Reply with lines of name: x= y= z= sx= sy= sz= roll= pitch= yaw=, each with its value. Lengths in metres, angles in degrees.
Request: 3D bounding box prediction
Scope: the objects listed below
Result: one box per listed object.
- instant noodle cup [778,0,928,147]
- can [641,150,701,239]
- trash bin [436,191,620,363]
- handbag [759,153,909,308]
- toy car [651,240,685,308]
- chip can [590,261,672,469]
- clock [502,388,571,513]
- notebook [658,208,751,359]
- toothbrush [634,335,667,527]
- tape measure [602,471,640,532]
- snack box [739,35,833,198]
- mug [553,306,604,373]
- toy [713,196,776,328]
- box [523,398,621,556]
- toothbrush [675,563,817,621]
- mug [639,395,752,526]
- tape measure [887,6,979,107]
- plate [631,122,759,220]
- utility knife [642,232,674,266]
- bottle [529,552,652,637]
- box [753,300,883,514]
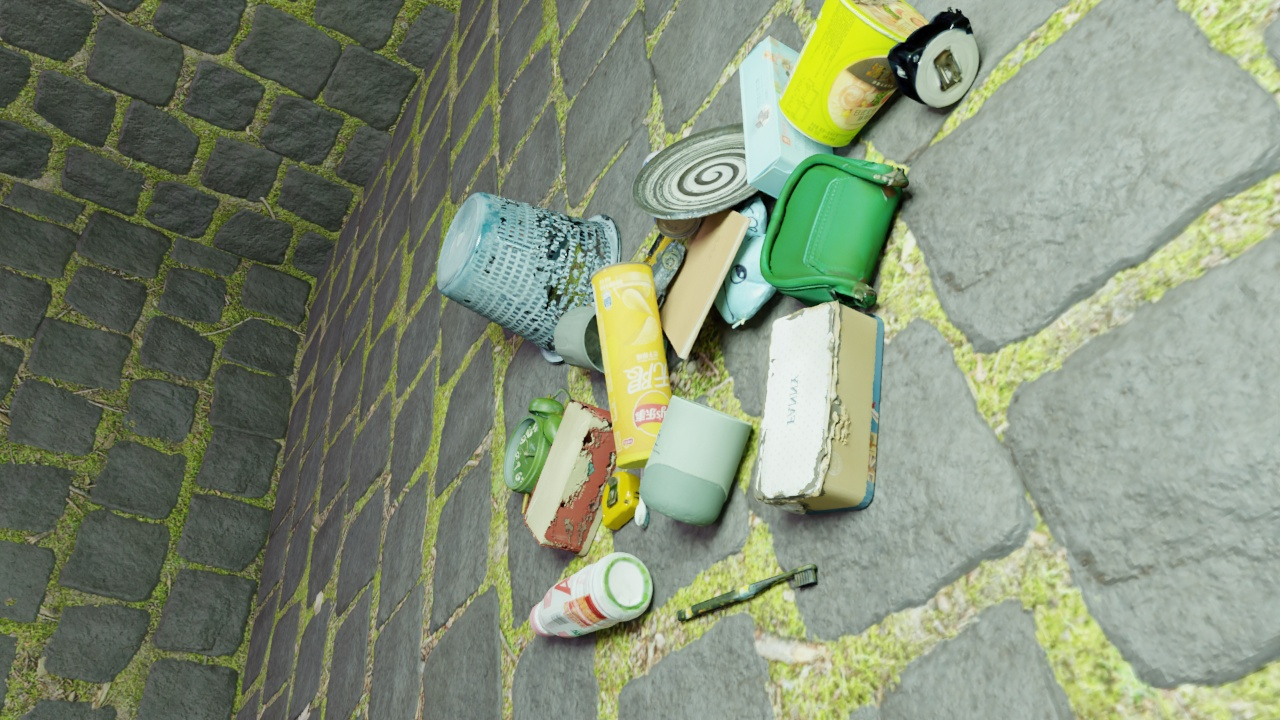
instant noodle cup: x=0.190 y=-0.266 z=0.839 sx=0.111 sy=0.111 sz=0.124 roll=-99 pitch=30 yaw=-42
can: x=0.034 y=-0.198 z=1.079 sx=0.053 sy=0.053 sz=0.134 roll=-54 pitch=27 yaw=27
trash bin: x=-0.168 y=-0.130 z=1.279 sx=0.227 sy=0.195 sz=0.226 roll=-39 pitch=41 yaw=45
handbag: x=0.171 y=-0.112 z=0.803 sx=0.120 sy=0.068 sz=0.131 roll=14 pitch=85 yaw=61
toy car: x=0.014 y=-0.083 z=1.058 sx=0.120 sy=0.037 sz=0.054 roll=-56 pitch=11 yaw=2
chip can: x=-0.006 y=0.006 z=0.976 sx=0.072 sy=0.072 sz=0.213 roll=-28 pitch=67 yaw=52
clock: x=-0.126 y=0.112 z=1.200 sx=0.161 sy=0.056 sz=0.116 roll=-64 pitch=30 yaw=11
notebook: x=0.061 y=-0.094 z=0.978 sx=0.211 sy=0.012 sz=0.149 roll=-111 pitch=45 yaw=-74
toothbrush: x=0.009 y=0.074 z=1.017 sx=0.026 sy=0.027 sz=0.224 roll=-8 pitch=62 yaw=27
tape measure: x=-0.023 y=0.152 z=1.022 sx=0.060 sy=0.029 sz=0.057 roll=-46 pitch=36 yaw=38
snack box: x=0.146 y=-0.238 z=0.920 sx=0.052 sy=0.074 sz=0.174 roll=-37 pitch=42 yaw=45
mug: x=-0.043 y=-0.044 z=1.133 sx=0.103 sy=0.083 sz=0.123 roll=6 pitch=67 yaw=63
toy: x=0.105 y=-0.098 z=0.933 sx=0.162 sy=0.049 sz=0.156 roll=-24 pitch=51 yaw=62
box: x=-0.081 y=0.136 z=1.083 sx=0.091 sy=0.077 sz=0.168 roll=31 pitch=100 yaw=62
toothbrush: x=0.089 y=0.209 z=0.807 sx=0.186 sy=0.012 sz=0.017 roll=-36 pitch=54 yaw=46
mug: x=0.051 y=0.096 z=0.884 sx=0.111 sy=0.082 sz=0.106 roll=-4 pitch=-67 yaw=-88
tape measure: x=0.245 y=-0.245 z=0.758 sx=0.066 sy=0.066 sz=0.033 roll=-38 pitch=36 yaw=2
plate: x=0.076 y=-0.200 z=0.993 sx=0.180 sy=0.024 sz=0.179 roll=-16 pitch=37 yaw=12
utility knife: x=0.023 y=-0.137 z=1.136 sx=0.215 sy=0.015 sz=0.033 roll=-58 pitch=28 yaw=23
bottle: x=-0.061 y=0.261 z=0.988 sx=0.197 sy=0.068 sz=0.068 roll=-39 pitch=41 yaw=51
box: x=0.149 y=0.033 z=0.763 sx=0.090 sy=0.061 sz=0.184 roll=-18 pitch=56 yaw=56
